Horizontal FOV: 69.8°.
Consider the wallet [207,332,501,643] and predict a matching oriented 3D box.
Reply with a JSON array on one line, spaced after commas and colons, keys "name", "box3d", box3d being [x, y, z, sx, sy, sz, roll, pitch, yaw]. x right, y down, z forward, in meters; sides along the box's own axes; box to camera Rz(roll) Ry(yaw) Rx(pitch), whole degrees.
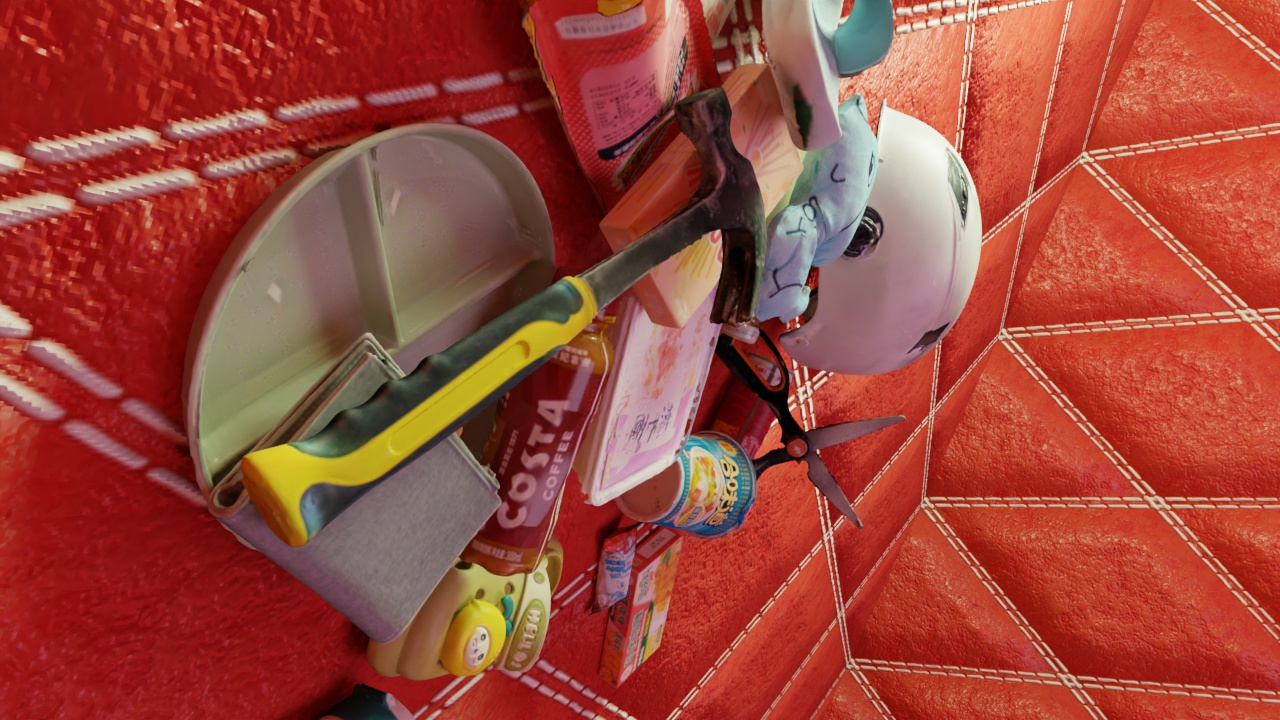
[{"name": "wallet", "box3d": [-0.127, 0.062, 0.440, 0.106, 0.037, 0.130, -53, 141, -23]}]

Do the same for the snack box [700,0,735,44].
[{"name": "snack box", "box3d": [0.056, -0.282, 0.550, 0.156, 0.027, 0.084, -64, 155, -1]}]

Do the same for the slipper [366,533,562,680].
[{"name": "slipper", "box3d": [-0.094, 0.162, 0.610, 0.190, 0.082, 0.092, 2, 109, -65]}]

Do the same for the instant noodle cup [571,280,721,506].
[{"name": "instant noodle cup", "box3d": [-0.004, 0.004, 0.658, 0.137, 0.060, 0.174, -20, 131, -55]}]

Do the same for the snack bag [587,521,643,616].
[{"name": "snack bag", "box3d": [-0.023, 0.187, 0.825, 0.048, 0.026, 0.104, -17, 128, -42]}]

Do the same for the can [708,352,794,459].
[{"name": "can", "box3d": [0.101, 0.061, 0.911, 0.132, 0.053, 0.053, -63, 154, -3]}]

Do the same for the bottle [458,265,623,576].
[{"name": "bottle", "box3d": [-0.057, 0.034, 0.525, 0.057, 0.057, 0.175, 1, 112, -62]}]

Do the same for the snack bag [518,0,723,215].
[{"name": "snack bag", "box3d": [-0.002, -0.162, 0.515, 0.128, 0.073, 0.208, -56, 161, -8]}]

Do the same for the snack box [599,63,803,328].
[{"name": "snack box", "box3d": [0.044, -0.104, 0.571, 0.157, 0.026, 0.084, -52, 135, -24]}]

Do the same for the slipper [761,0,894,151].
[{"name": "slipper", "box3d": [0.123, -0.224, 0.590, 0.244, 0.074, 0.104, -78, 151, -45]}]

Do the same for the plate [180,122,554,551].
[{"name": "plate", "box3d": [-0.125, -0.008, 0.460, 0.229, 0.027, 0.231, -42, 146, -37]}]

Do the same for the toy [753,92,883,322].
[{"name": "toy", "box3d": [0.132, -0.108, 0.667, 0.155, 0.050, 0.162, -36, 141, -43]}]

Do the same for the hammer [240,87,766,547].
[{"name": "hammer", "box3d": [-0.040, -0.019, 0.450, 0.322, 0.032, 0.126, -39, 116, -35]}]

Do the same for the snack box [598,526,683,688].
[{"name": "snack box", "box3d": [0.000, 0.246, 0.917, 0.076, 0.027, 0.156, -29, 137, -48]}]

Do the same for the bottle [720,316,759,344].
[{"name": "bottle", "box3d": [0.123, -0.114, 0.791, 0.059, 0.060, 0.206, 7, 107, -63]}]

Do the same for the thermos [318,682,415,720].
[{"name": "thermos", "box3d": [-0.212, 0.259, 0.489, 0.223, 0.073, 0.073, -26, 134, -53]}]

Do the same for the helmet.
[{"name": "helmet", "box3d": [0.243, -0.097, 0.866, 0.228, 0.146, 0.259, -37, 148, -72]}]

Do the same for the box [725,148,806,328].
[{"name": "box", "box3d": [0.087, -0.114, 0.701, 0.091, 0.078, 0.169, -32, 139, -48]}]

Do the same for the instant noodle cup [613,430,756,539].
[{"name": "instant noodle cup", "box3d": [0.033, 0.103, 0.786, 0.109, 0.099, 0.099, 17, 98, -56]}]

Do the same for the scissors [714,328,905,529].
[{"name": "scissors", "box3d": [0.125, 0.078, 0.849, 0.221, 0.230, 0.021, -35, -172, 16]}]
